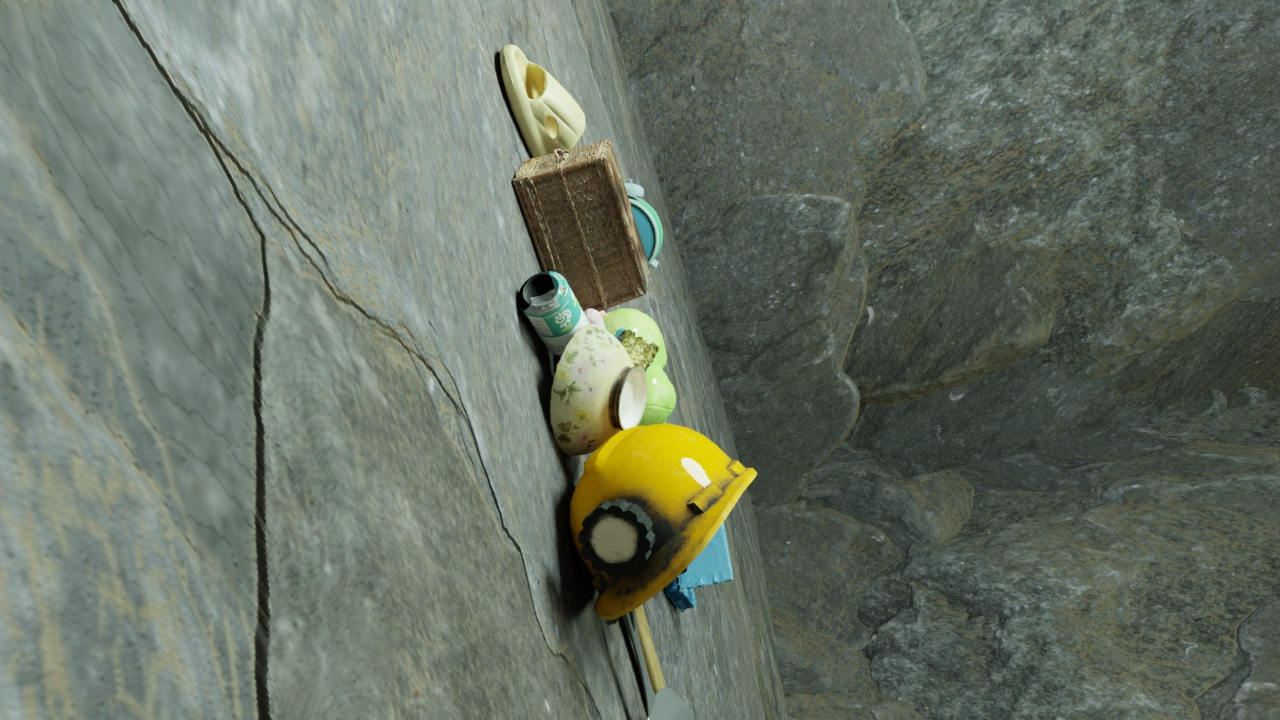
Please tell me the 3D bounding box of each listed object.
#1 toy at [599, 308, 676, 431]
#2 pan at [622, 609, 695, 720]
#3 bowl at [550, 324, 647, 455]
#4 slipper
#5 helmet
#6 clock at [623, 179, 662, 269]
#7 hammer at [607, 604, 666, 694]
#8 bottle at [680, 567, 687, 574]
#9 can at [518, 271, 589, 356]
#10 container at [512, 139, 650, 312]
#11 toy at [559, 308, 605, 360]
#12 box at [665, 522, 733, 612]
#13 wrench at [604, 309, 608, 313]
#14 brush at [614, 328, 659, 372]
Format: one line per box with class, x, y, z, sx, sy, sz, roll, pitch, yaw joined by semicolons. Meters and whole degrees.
toy;-0.007;0.007;1.231;0.150;0.107;0.196;20;60;-54
pan;0.028;0.404;0.996;0.216;0.024;0.355;-55;134;-66
bowl;-0.035;0.037;0.990;0.145;0.063;0.145;10;90;-67
slipper;-0.108;-0.304;1.207;0.262;0.079;0.111;68;8;-46
helmet;0.001;0.138;0.933;0.131;0.205;0.255;49;15;3
clock;-0.036;-0.205;1.376;0.075;0.122;0.161;-65;137;-75
hammer;0.014;0.374;1.077;0.132;0.033;0.330;-79;154;-75
bottle;0.053;0.234;1.405;0.045;0.045;0.184;66;23;-50
can;-0.090;-0.047;0.980;0.102;0.055;0.054;64;15;-56
container;-0.067;-0.161;1.120;0.113;0.113;0.198;-85;158;-65
toy;-0.067;0.000;1.056;0.099;0.053;0.095;106;-3;-54
box;0.087;0.266;1.458;0.094;0.112;0.231;64;15;-52
wrench;-0.031;0.014;1.324;0.073;0.018;0.273;28;49;-82
brush;-0.034;0.031;1.112;0.135;0.055;0.075;-62;-169;-17
